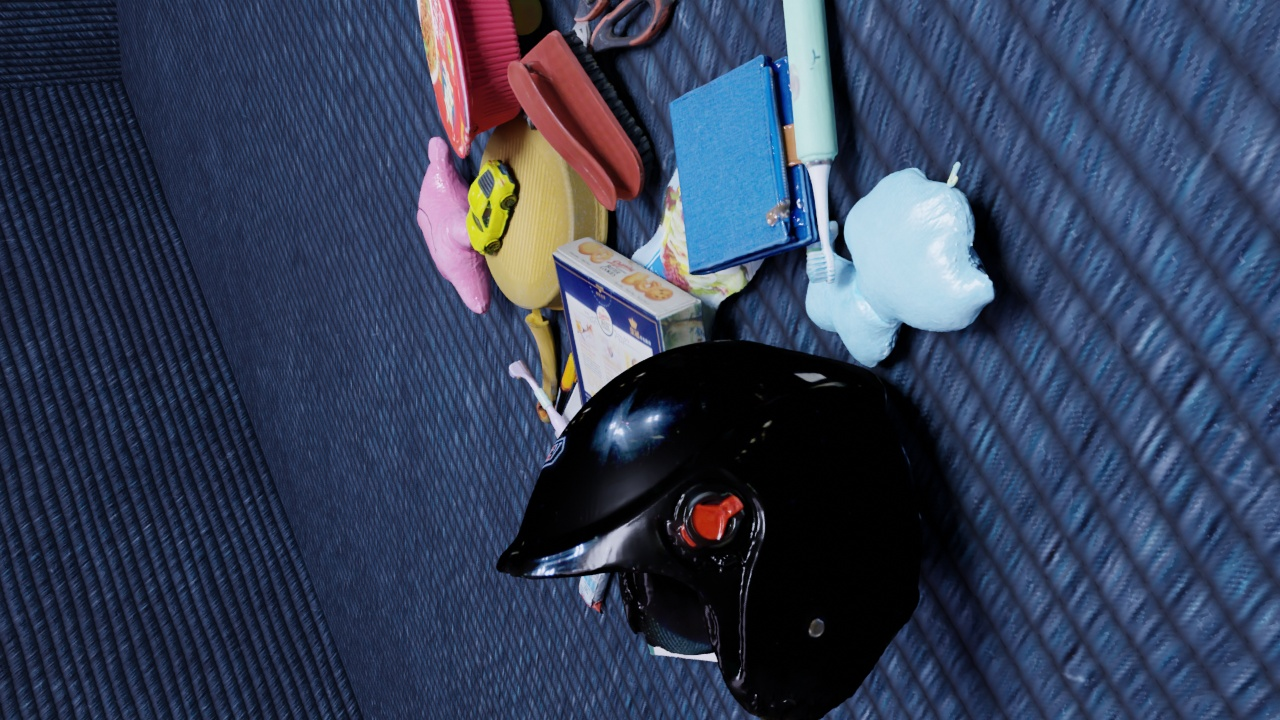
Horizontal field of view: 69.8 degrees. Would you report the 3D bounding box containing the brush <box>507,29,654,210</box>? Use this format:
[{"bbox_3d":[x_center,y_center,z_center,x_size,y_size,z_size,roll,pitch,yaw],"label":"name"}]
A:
[{"bbox_3d":[-0.048,-0.193,0.757,0.063,0.069,0.146,-22,108,48],"label":"brush"}]

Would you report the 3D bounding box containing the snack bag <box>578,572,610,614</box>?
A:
[{"bbox_3d":[-0.051,0.246,1.041,0.048,0.026,0.104,40,135,31],"label":"snack bag"}]

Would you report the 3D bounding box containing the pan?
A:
[{"bbox_3d":[-0.102,-0.080,0.953,0.198,0.078,0.358,42,130,43],"label":"pan"}]

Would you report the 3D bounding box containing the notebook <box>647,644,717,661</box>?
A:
[{"bbox_3d":[0.026,0.182,0.885,0.151,0.012,0.209,-24,77,57],"label":"notebook"}]

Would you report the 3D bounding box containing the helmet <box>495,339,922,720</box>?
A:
[{"bbox_3d":[0.050,0.098,0.609,0.234,0.274,0.230,148,131,-73],"label":"helmet"}]

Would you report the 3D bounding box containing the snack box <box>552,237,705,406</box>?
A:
[{"bbox_3d":[-0.005,0.005,0.798,0.178,0.045,0.183,36,141,50],"label":"snack box"}]

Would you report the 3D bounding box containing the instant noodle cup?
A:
[{"bbox_3d":[-0.154,-0.286,0.836,0.194,0.065,0.194,165,90,-74],"label":"instant noodle cup"}]

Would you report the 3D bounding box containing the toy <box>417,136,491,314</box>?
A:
[{"bbox_3d":[-0.210,-0.137,1.056,0.179,0.074,0.194,107,144,-59],"label":"toy"}]

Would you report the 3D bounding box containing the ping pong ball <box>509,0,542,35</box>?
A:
[{"bbox_3d":[-0.111,-0.324,0.855,0.040,0.040,0.040,30,128,47],"label":"ping pong ball"}]

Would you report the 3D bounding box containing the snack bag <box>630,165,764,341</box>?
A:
[{"bbox_3d":[0.037,-0.072,0.755,0.110,0.038,0.192,49,142,15],"label":"snack bag"}]

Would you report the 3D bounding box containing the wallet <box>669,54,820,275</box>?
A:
[{"bbox_3d":[0.070,-0.134,0.640,0.107,0.040,0.133,-14,80,42],"label":"wallet"}]

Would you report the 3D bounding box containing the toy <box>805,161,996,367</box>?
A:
[{"bbox_3d":[0.156,-0.059,0.572,0.161,0.049,0.156,-126,31,-43],"label":"toy"}]

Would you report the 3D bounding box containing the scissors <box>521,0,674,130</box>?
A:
[{"bbox_3d":[-0.039,-0.261,0.768,0.192,0.015,0.207,29,122,35],"label":"scissors"}]

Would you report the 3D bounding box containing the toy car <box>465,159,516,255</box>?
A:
[{"bbox_3d":[-0.154,-0.150,0.912,0.048,0.032,0.105,58,141,28],"label":"toy car"}]

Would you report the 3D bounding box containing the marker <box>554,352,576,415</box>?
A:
[{"bbox_3d":[-0.080,0.033,0.980,0.124,0.015,0.018,112,165,-50],"label":"marker"}]

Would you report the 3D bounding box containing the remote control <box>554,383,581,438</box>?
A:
[{"bbox_3d":[-0.061,0.059,0.973,0.049,0.024,0.125,56,144,25],"label":"remote control"}]

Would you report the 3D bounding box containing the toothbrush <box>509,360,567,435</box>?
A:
[{"bbox_3d":[-0.082,0.080,0.971,0.021,0.029,0.189,-38,80,19],"label":"toothbrush"}]

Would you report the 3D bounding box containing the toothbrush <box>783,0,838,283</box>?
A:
[{"bbox_3d":[0.110,-0.161,0.584,0.026,0.027,0.224,-171,75,-80],"label":"toothbrush"}]
